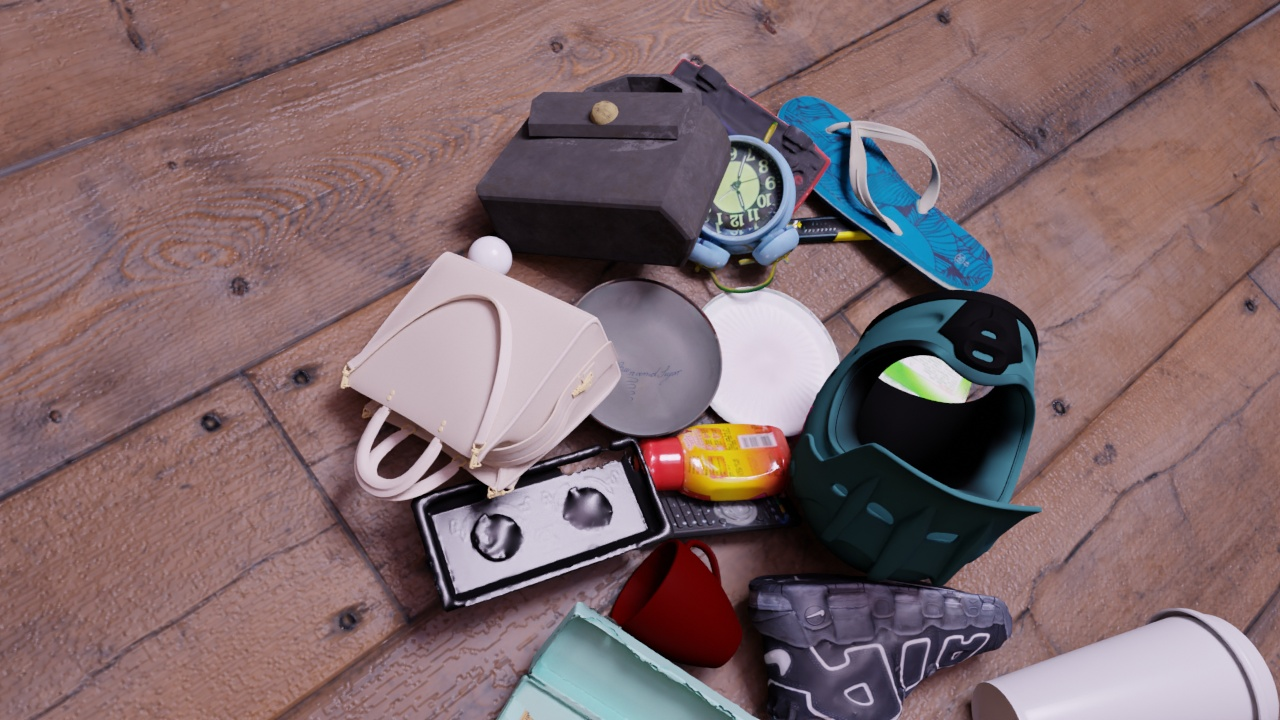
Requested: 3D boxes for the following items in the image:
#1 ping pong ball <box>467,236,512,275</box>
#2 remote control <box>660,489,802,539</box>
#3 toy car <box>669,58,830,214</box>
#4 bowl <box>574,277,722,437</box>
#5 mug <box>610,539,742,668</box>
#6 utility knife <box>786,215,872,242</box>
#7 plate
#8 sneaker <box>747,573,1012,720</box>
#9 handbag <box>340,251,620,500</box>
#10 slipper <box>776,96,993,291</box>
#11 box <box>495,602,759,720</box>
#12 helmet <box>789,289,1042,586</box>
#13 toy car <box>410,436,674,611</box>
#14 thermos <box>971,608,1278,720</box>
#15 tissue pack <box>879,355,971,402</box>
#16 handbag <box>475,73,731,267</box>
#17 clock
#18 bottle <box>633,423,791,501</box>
[{"bbox_3d":[-0.137,-0.092,0.833,0.040,0.040,0.040,6,66,-14],"label":"ping pong ball"},{"bbox_3d":[0.070,0.135,0.803,0.140,0.021,0.045,-2,37,-18],"label":"remote control"},{"bbox_3d":[0.098,-0.229,0.942,0.189,0.056,0.081,36,98,1],"label":"toy car"},{"bbox_3d":[-0.005,0.005,0.821,0.150,0.057,0.150,6,65,-14],"label":"bowl"},{"bbox_3d":[0.041,0.196,0.745,0.088,0.087,0.113,40,43,-7],"label":"mug"},{"bbox_3d":[0.186,-0.137,0.960,0.172,0.020,0.028,-7,68,-18],"label":"utility knife"},{"bbox_3d":[0.119,0.001,0.883,0.157,0.014,0.156,6,66,-14],"label":"plate"},{"bbox_3d":[0.205,0.259,0.760,0.252,0.097,0.150,8,82,-20],"label":"sneaker"},{"bbox_3d":[-0.147,0.027,0.721,0.195,0.101,0.197,25,63,33],"label":"handbag"},{"bbox_3d":[0.256,-0.186,0.962,0.118,0.060,0.295,-36,73,-27],"label":"slipper"},{"bbox_3d":[-0.011,0.287,0.696,0.187,0.052,0.139,37,90,-8],"label":"box"},{"bbox_3d":[0.218,0.077,0.727,0.176,0.275,0.199,21,68,5],"label":"helmet"},{"bbox_3d":[-0.081,0.134,0.735,0.191,0.071,0.094,-15,71,-22],"label":"toy car"},{"bbox_3d":[0.407,0.295,0.787,0.221,0.132,0.131,-8,70,-11],"label":"thermos"},{"bbox_3d":[0.265,0.027,0.904,0.114,0.034,0.099,32,63,0],"label":"tissue pack"},{"bbox_3d":[-0.019,-0.195,0.835,0.197,0.102,0.198,7,55,22],"label":"handbag"},{"bbox_3d":[0.095,-0.146,0.893,0.118,0.060,0.162,-8,91,8],"label":"clock"},{"bbox_3d":[0.062,0.089,0.805,0.134,0.049,0.071,0,47,-14],"label":"bottle"}]
